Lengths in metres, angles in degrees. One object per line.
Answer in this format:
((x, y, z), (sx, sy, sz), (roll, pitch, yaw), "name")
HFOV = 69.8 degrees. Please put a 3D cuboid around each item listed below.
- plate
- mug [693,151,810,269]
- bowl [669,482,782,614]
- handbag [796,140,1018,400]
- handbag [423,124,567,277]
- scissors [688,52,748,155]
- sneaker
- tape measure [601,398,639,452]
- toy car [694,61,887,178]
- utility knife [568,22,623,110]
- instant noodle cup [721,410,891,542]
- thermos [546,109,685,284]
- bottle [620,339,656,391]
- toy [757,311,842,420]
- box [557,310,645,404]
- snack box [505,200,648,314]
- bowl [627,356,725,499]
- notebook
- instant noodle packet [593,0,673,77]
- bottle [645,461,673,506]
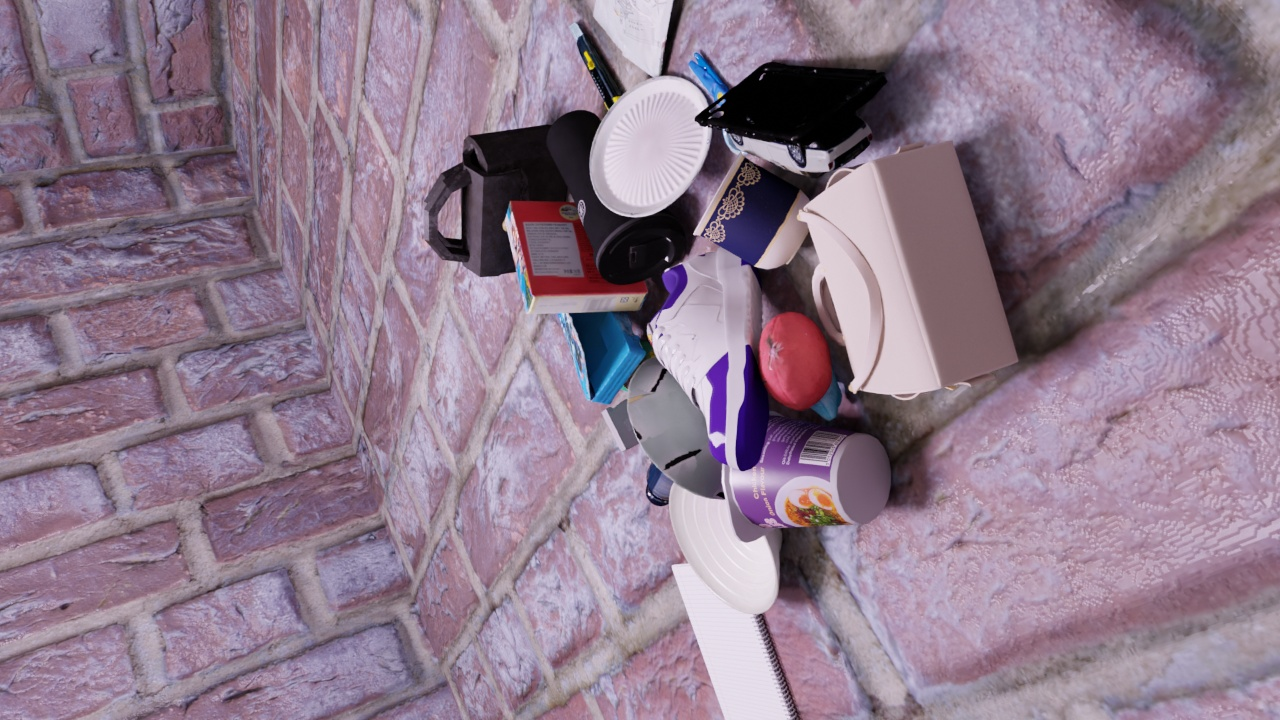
((0.011, -0.227, 0.976), (0.157, 0.014, 0.156), (-9, 74, 34), "plate")
((0.112, -0.138, 0.858), (0.089, 0.111, 0.086), (30, 124, 0), "mug")
((0.111, 0.195, 1.043), (0.177, 0.057, 0.177), (35, 137, 40), "bowl")
((0.195, -0.063, 0.758), (0.198, 0.101, 0.194), (162, 91, -73), "handbag")
((-0.197, -0.204, 1.229), (0.102, 0.199, 0.198), (48, 143, 38), "handbag")
((0.084, -0.265, 0.908), (0.130, 0.022, 0.071), (65, 151, 21), "scissors")
((0.059, -0.007, 0.876), (0.092, 0.111, 0.243), (62, -155, -51), "sneaker")
((-0.012, 0.081, 1.200), (0.060, 0.062, 0.020), (63, 150, 7), "tape measure")
((0.130, -0.197, 0.780), (0.071, 0.094, 0.192), (58, 172, -28), "toy car")
((-0.045, -0.333, 1.088), (0.187, 0.020, 0.029), (63, 147, 19), "utility knife")
((0.161, 0.115, 0.872), (0.122, 0.136, 0.122), (37, 156, -33), "instant noodle cup")
((-0.038, -0.195, 1.071), (0.218, 0.105, 0.106), (62, 149, 29), "thermos")
((-0.007, 0.007, 1.145), (0.210, 0.068, 0.068), (16, 118, 56), "bottle")
((0.148, 0.007, 0.837), (0.062, 0.133, 0.092), (-11, 64, 29), "toy")
((-0.081, -0.063, 1.140), (0.092, 0.085, 0.243), (-54, 39, 27), "box")
((-0.078, -0.125, 1.094), (0.040, 0.142, 0.144), (117, 144, -52), "snack box")
((0.075, 0.049, 0.933), (0.068, 0.173, 0.174), (-44, 66, 44), "bowl")
((0.123, 0.376, 1.174), (0.178, 0.013, 0.245), (-29, 79, 62), "notebook")
((-0.002, -0.434, 0.932), (0.146, 0.057, 0.270), (56, 151, 30), "instant noodle packet")
((0.037, 0.142, 1.136), (0.056, 0.056, 0.161), (63, 162, 18), "bottle")
